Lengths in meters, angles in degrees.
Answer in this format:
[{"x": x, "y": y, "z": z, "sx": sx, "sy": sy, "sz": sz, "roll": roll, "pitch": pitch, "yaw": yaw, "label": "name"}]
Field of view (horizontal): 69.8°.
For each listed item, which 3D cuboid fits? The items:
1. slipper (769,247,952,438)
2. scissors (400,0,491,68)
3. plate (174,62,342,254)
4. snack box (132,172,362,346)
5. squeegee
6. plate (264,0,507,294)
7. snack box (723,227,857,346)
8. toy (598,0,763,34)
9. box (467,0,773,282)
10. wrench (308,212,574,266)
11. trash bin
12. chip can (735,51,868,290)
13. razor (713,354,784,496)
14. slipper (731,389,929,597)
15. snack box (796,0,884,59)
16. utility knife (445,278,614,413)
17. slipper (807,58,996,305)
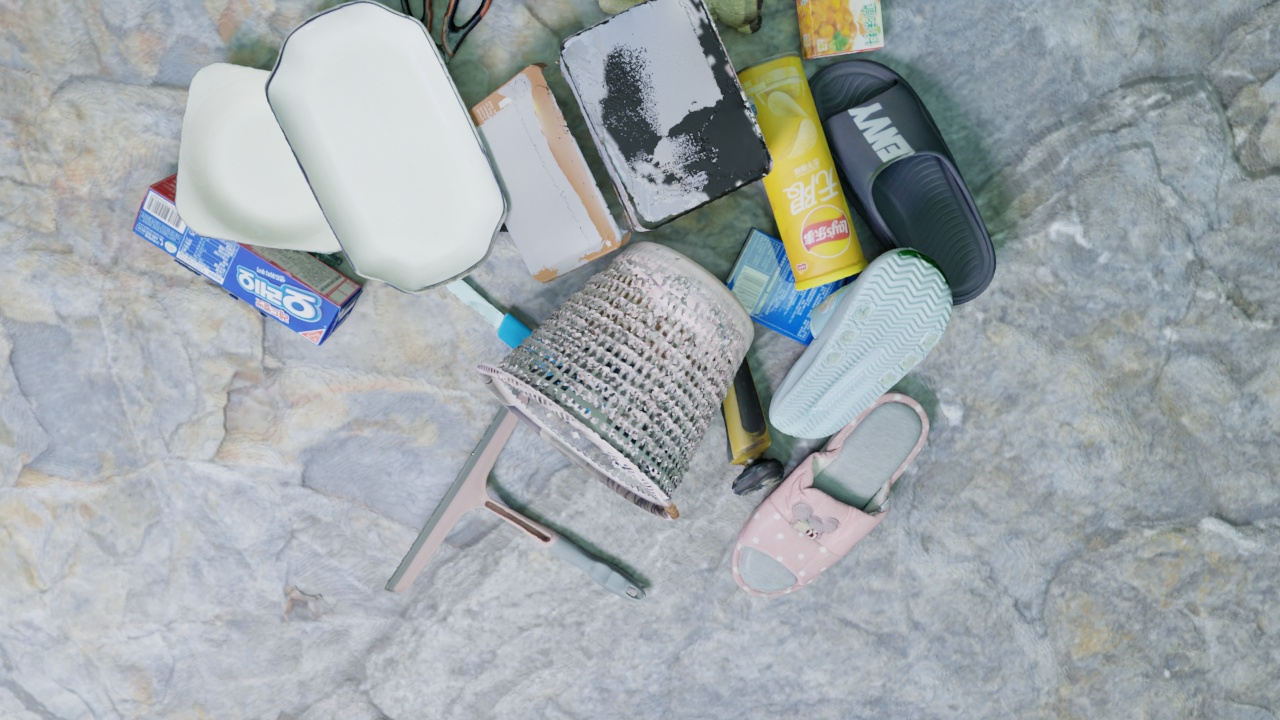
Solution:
[{"x": 0.205, "y": -0.015, "z": 0.890, "sx": 0.104, "sy": 0.074, "sz": 0.246, "roll": 17, "pitch": 132, "yaw": -18, "label": "slipper"}, {"x": -0.183, "y": -0.295, "z": 0.875, "sx": 0.197, "sy": 0.015, "sz": 0.205, "roll": -32, "pitch": 102, "yaw": 5, "label": "scissors"}, {"x": -0.343, "y": -0.187, "z": 0.867, "sx": 0.164, "sy": 0.034, "sz": 0.163, "roll": 7, "pitch": 89, "yaw": -22, "label": "plate"}, {"x": -0.377, "y": -0.097, "z": 0.889, "sx": 0.207, "sy": 0.058, "sz": 0.057, "roll": 33, "pitch": 116, "yaw": -8, "label": "snack box"}, {"x": -0.099, "y": 0.192, "z": 0.979, "sx": 0.249, "sy": 0.040, "sz": 0.247, "roll": 34, "pitch": 83, "yaw": -14, "label": "squeegee"}, {"x": -0.232, "y": -0.195, "z": 0.857, "sx": 0.162, "sy": 0.034, "sz": 0.266, "roll": -26, "pitch": 101, "yaw": -1, "label": "plate"}, {"x": 0.165, "y": -0.064, "z": 0.932, "sx": 0.157, "sy": 0.026, "sz": 0.084, "roll": 24, "pitch": 102, "yaw": -7, "label": "snack box"}, {"x": 0.036, "y": -0.339, "z": 0.847, "sx": 0.157, "sy": 0.066, "sz": 0.105, "roll": 8, "pitch": 146, "yaw": 6, "label": "toy"}, {"x": -0.032, "y": -0.191, "z": 0.815, "sx": 0.274, "sy": 0.124, "sz": 0.179, "roll": -22, "pitch": 99, "yaw": 22, "label": "box"}, {"x": -0.197, "y": -0.136, "z": 0.912, "sx": 0.273, "sy": 0.016, "sz": 0.056, "roll": -7, "pitch": 107, "yaw": 0, "label": "wrench"}, {"x": -0.006, "y": 0.006, "z": 0.852, "sx": 0.227, "sy": 0.228, "sz": 0.192, "roll": 39, "pitch": 77, "yaw": -9, "label": "trash bin"}, {"x": 0.150, "y": -0.177, "z": 0.868, "sx": 0.072, "sy": 0.072, "sz": 0.213, "roll": -18, "pitch": 94, "yaw": 2, "label": "chip can"}, {"x": 0.108, "y": 0.056, "z": 0.944, "sx": 0.062, "sy": 0.068, "sz": 0.167, "roll": -16, "pitch": 97, "yaw": -23, "label": "razor"}, {"x": 0.201, "y": 0.148, "z": 0.965, "sx": 0.114, "sy": 0.054, "sz": 0.275, "roll": 38, "pitch": 100, "yaw": -13, "label": "slipper"}, {"x": 0.181, "y": -0.366, "z": 0.853, "sx": 0.077, "sy": 0.027, "sz": 0.156, "roll": -14, "pitch": 104, "yaw": -17, "label": "snack box"}, {"x": -0.115, "y": -0.017, "z": 0.939, "sx": 0.216, "sy": 0.018, "sz": 0.034, "roll": 40, "pitch": 100, "yaw": -11, "label": "utility knife"}, {"x": 0.256, "y": -0.174, "z": 0.869, "sx": 0.111, "sy": 0.083, "sz": 0.268, "roll": -32, "pitch": 91, "yaw": 4, "label": "slipper"}]
